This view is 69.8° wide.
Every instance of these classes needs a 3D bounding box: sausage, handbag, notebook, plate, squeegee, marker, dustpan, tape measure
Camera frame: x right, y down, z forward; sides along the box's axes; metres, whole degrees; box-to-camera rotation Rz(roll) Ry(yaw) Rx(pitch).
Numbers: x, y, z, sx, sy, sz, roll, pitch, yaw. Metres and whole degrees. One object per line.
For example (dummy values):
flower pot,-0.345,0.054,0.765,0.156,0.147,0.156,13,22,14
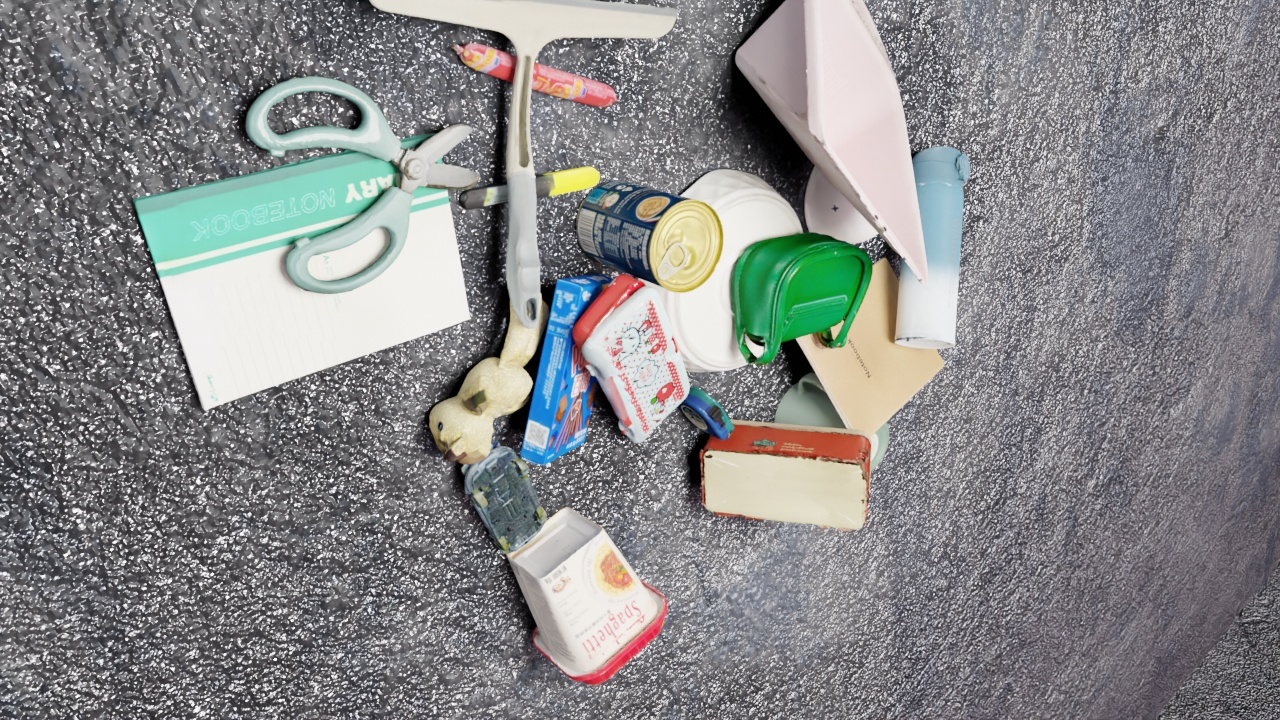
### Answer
sausage,-0.077,-0.219,0.709,0.155,0.020,0.020,4,106,-41
handbag,0.155,-0.059,0.878,0.131,0.068,0.120,-15,119,-35
notebook,0.254,-0.015,1.003,0.207,0.008,0.148,-32,93,-41
plate,0.087,-0.079,0.891,0.204,0.045,0.205,-17,119,-35
squeegee,-0.087,-0.147,0.694,0.245,0.039,0.247,-9,111,-34
marker,-0.088,-0.139,0.739,0.123,0.015,0.018,-18,118,-30
notebook,-0.227,-0.067,0.654,0.208,0.012,0.150,-23,121,-31
dustpan,0.200,-0.235,0.813,0.139,0.273,0.222,-40,137,13
tape measure,0.064,0.050,0.920,0.025,0.058,0.054,-45,127,-16

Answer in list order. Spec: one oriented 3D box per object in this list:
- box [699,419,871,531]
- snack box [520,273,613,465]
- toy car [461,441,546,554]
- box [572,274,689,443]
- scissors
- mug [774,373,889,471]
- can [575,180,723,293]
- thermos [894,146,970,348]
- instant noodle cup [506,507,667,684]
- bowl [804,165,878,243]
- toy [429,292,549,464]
box,0.147,0.121,0.934,0.079,0.168,0.091,-56,146,-57
snack box,-0.060,0.006,0.791,0.084,0.026,0.157,-24,129,-68
toy car,-0.120,0.122,0.811,0.054,0.037,0.121,-39,139,-22
box,-0.002,0.008,0.807,0.087,0.048,0.201,-50,154,-14
scissors,-0.192,-0.113,0.644,0.173,0.019,0.178,5,103,-41
mug,0.212,0.066,1.017,0.082,0.106,0.112,-34,126,-24
can,0.005,-0.106,0.765,0.075,0.111,0.075,-15,116,-33
thermos,0.321,-0.124,1.012,0.070,0.070,0.220,12,82,-43
instant noodle cup,-0.056,0.215,0.860,0.116,0.117,0.124,-37,117,-23
bowl,0.236,-0.170,0.964,0.118,0.065,0.118,-18,120,-34
toy,-0.120,0.011,0.751,0.157,0.066,0.105,-63,176,-5
